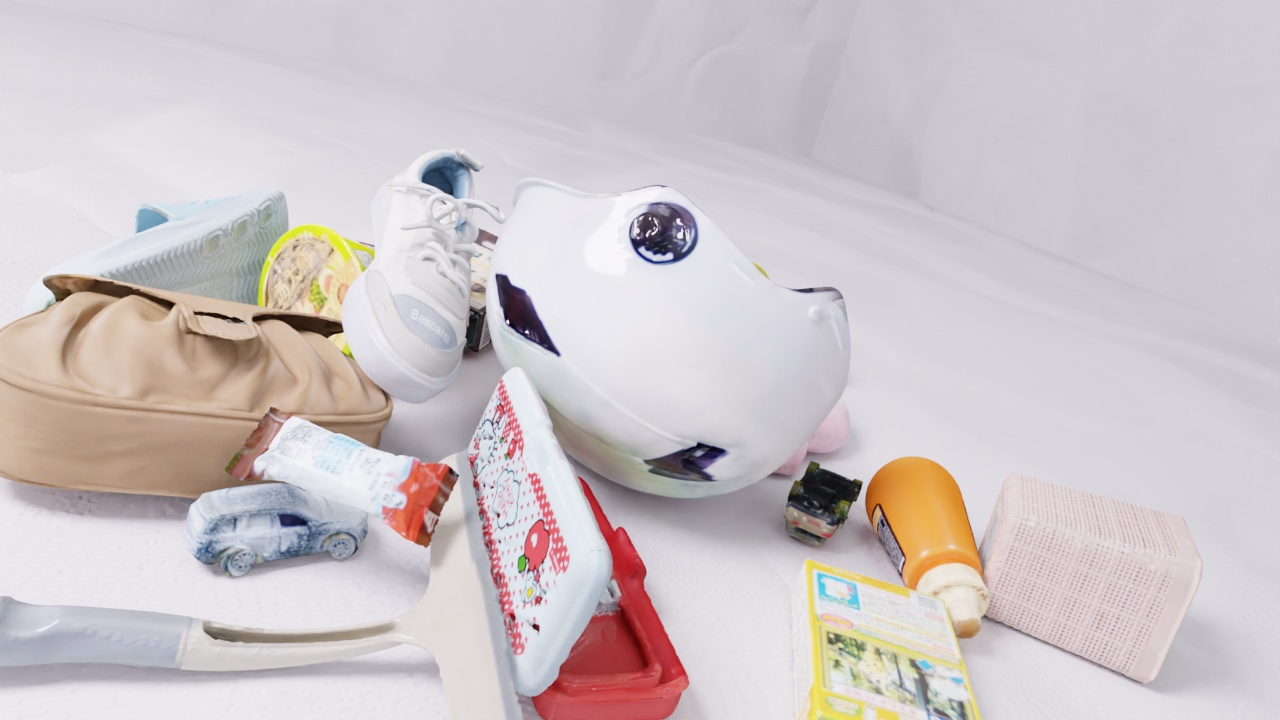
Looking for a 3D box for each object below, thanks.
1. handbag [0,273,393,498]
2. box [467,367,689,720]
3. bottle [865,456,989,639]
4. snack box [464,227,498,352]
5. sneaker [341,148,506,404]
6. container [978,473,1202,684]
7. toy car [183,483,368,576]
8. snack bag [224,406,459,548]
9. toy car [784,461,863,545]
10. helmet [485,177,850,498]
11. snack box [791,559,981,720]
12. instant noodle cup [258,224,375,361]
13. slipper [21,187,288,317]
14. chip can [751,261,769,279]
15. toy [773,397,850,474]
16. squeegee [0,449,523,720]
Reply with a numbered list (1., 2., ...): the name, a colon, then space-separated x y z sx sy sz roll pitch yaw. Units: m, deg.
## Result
1. handbag: -0.248 0.011 0.520 0.204 0.100 0.148 10 22 -32
2. box: -0.040 0.083 0.480 0.095 0.102 0.201 6 22 -22
3. bottle: 0.193 0.124 0.605 0.066 0.067 0.149 13 27 -6
4. snack box: -0.158 -0.070 0.825 0.113 0.053 0.125 25 29 14
5. sneaker: -0.136 -0.070 0.622 0.089 0.091 0.241 41 22 -34
6. container: 0.284 0.135 0.599 0.111 0.090 0.089 18 20 16
7. toy car: -0.186 0.083 0.475 0.090 0.034 0.043 1 21 -38
8. snack bag: -0.144 0.055 0.448 0.104 0.026 0.048 16 48 5
9. toy car: 0.129 0.100 0.654 0.042 0.035 0.090 24 21 18
10. helmet: -0.004 0.004 0.611 0.258 0.145 0.229 29 -18 -1
11. snack box: 0.127 0.164 0.487 0.087 0.034 0.140 16 18 2
12. instant noodle cup: -0.205 -0.043 0.705 0.112 0.112 0.123 26 15 28
13. slipper: -0.339 -0.060 0.657 0.074 0.104 0.244 17 26 11
14. chip can: 0.012 -0.059 0.794 0.071 0.071 0.211 -4 12 -42
15. toy: 0.122 0.037 0.773 0.121 0.054 0.159 45 33 4
16. squeegee: -0.183 0.114 0.384 0.246 0.039 0.246 5 27 -21
